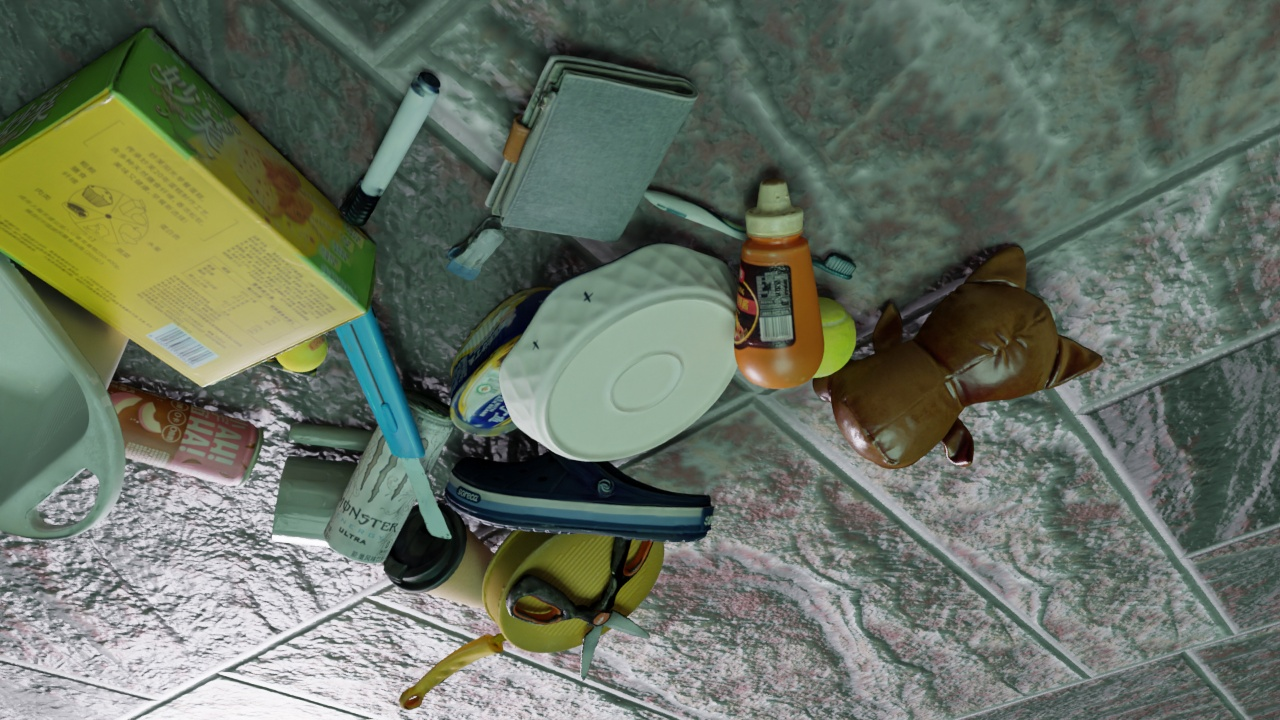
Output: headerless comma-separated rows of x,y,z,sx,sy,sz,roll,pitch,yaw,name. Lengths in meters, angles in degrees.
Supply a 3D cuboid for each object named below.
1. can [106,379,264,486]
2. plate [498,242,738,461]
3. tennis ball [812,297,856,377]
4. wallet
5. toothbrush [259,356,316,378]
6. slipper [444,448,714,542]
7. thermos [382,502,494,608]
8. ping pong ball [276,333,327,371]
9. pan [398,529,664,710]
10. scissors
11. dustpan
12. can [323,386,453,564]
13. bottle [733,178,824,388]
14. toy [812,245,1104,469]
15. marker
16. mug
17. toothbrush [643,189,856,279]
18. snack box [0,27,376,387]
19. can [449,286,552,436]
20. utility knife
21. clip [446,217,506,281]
-0.400,0.060,0.772,0.147,0.057,0.058,24,131,-30,can
-0.004,0.004,0.710,0.204,0.045,0.205,-20,142,-17,plate
0.140,-0.018,0.737,0.065,0.065,0.066,-3,140,-3,tennis ball
-0.037,-0.137,0.602,0.106,0.037,0.130,5,141,-27,wallet
-0.348,-0.018,0.722,0.185,0.012,0.017,19,123,-26,toothbrush
-0.058,0.111,0.833,0.253,0.095,0.105,6,173,12,slipper
-0.199,0.209,0.953,0.093,0.093,0.143,-17,146,13,thermos
-0.266,-0.011,0.718,0.040,0.040,0.040,-3,140,-3,ping pong ball
-0.127,0.270,0.972,0.357,0.078,0.197,-48,135,6,pan
-0.044,0.249,0.940,0.220,0.021,0.233,17,112,-41,scissors
-0.467,0.002,0.619,0.223,0.142,0.257,-31,130,26,dustpan
-0.214,0.099,0.786,0.058,0.058,0.147,25,96,-31,can
0.098,-0.057,0.664,0.067,0.066,0.150,-6,111,0,bottle
0.251,0.007,0.745,0.200,0.130,0.140,-38,92,18,toy
-0.166,-0.136,0.601,0.022,0.018,0.131,27,131,-20,marker
-0.277,0.116,0.846,0.103,0.083,0.124,9,113,-15,mug
0.086,-0.095,0.682,0.191,0.016,0.018,17,124,-25,toothbrush
-0.302,-0.087,0.603,0.158,0.070,0.210,-22,137,18,snack box
-0.103,0.004,0.748,0.074,0.049,0.148,24,131,-31,can
-0.195,0.050,0.736,0.034,0.018,0.223,-14,110,8,utility knife
-0.118,-0.082,0.670,0.025,0.036,0.058,29,129,-31,clip
